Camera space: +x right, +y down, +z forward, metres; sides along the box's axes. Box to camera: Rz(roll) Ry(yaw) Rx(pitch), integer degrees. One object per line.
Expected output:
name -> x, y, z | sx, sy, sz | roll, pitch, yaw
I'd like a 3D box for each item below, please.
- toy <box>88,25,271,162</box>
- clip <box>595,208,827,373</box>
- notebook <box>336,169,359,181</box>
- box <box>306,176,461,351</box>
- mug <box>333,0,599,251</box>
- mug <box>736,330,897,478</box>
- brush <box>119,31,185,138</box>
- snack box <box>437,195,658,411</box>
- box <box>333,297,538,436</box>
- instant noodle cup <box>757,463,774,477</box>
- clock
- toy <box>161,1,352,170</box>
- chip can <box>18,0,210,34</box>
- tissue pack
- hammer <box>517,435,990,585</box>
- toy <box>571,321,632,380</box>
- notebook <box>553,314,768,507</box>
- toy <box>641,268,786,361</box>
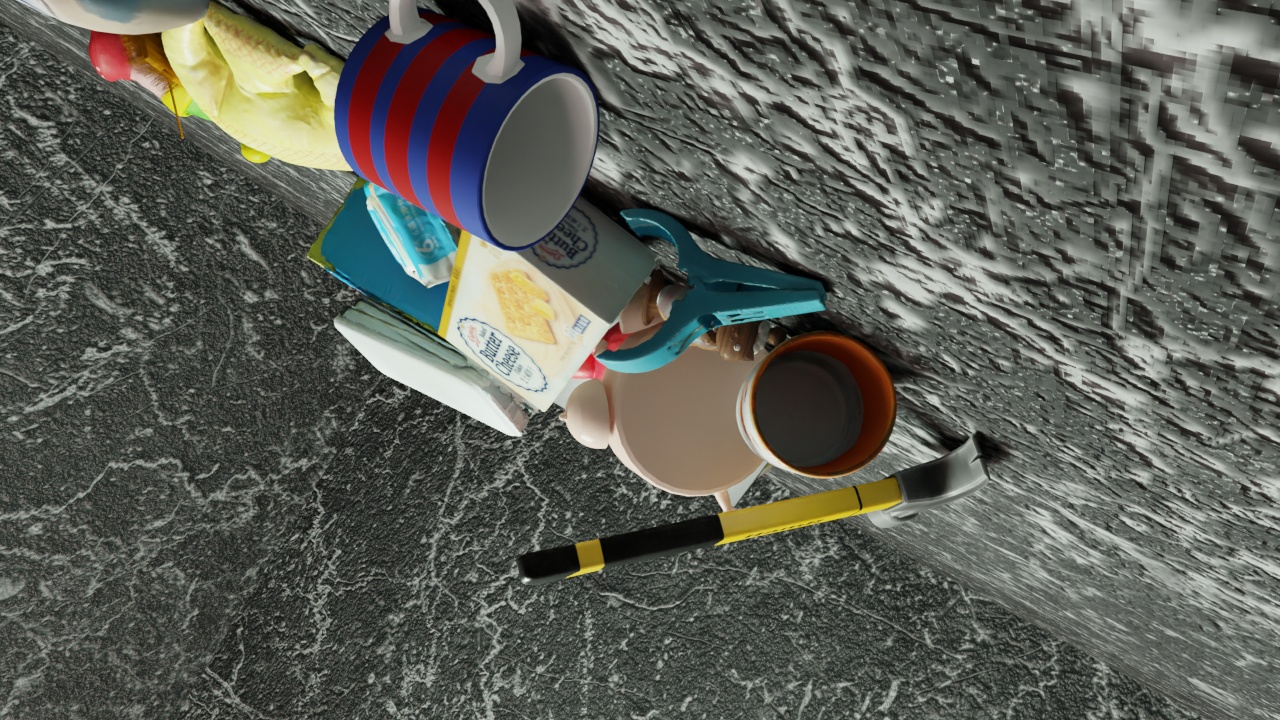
toy -> -0.349, -0.217, 0.721 | 0.131, 0.097, 0.124 | 12, -172, -18
clip -> 0.023, -0.044, 0.480 | 0.118, 0.120, 0.033 | 65, -168, 27
notebook -> -0.358, -0.234, 0.862 | 0.209, 0.029, 0.169 | 33, 180, -11
box -> -0.187, -0.090, 0.842 | 0.221, 0.124, 0.079 | 26, 171, 28
mug -> -0.069, -0.104, 0.355 | 0.076, 0.074, 0.112 | 28, 149, 22
mug -> 0.102, 0.029, 0.559 | 0.082, 0.082, 0.105 | 30, 176, 3
brush -> -0.331, -0.209, 0.623 | 0.048, 0.017, 0.126 | 51, -160, -77
snack box -> -0.071, -0.041, 0.611 | 0.104, 0.057, 0.208 | 37, 156, -3
box -> -0.181, 0.007, 0.799 | 0.214, 0.063, 0.118 | 27, 169, 37
instant noodle cup -> 0.076, 0.042, 0.847 | 0.112, 0.100, 0.100 | 43, 171, -21
clock -> 0.038, 0.031, 0.668 | 0.160, 0.131, 0.086 | 31, 175, -8
toy -> -0.236, -0.175, 0.623 | 0.170, 0.064, 0.155 | 23, 162, 7
chip can -> -0.330, -0.232, 0.482 | 0.229, 0.079, 0.080 | 28, 175, 21
tissue pack -> -0.171, -0.108, 0.714 | 0.093, 0.061, 0.144 | 64, 168, -16
hammer -> 0.079, 0.106, 0.612 | 0.324, 0.034, 0.170 | -9, 162, -15
toy -> -0.004, 0.004, 0.732 | 0.135, 0.092, 0.045 | 20, -150, -1
notebook -> 0.015, 0.021, 0.790 | 0.231, 0.019, 0.170 | 30, 136, 3
toy -> 0.042, -0.028, 0.596 | 0.102, 0.042, 0.054 | 19, -167, 24
